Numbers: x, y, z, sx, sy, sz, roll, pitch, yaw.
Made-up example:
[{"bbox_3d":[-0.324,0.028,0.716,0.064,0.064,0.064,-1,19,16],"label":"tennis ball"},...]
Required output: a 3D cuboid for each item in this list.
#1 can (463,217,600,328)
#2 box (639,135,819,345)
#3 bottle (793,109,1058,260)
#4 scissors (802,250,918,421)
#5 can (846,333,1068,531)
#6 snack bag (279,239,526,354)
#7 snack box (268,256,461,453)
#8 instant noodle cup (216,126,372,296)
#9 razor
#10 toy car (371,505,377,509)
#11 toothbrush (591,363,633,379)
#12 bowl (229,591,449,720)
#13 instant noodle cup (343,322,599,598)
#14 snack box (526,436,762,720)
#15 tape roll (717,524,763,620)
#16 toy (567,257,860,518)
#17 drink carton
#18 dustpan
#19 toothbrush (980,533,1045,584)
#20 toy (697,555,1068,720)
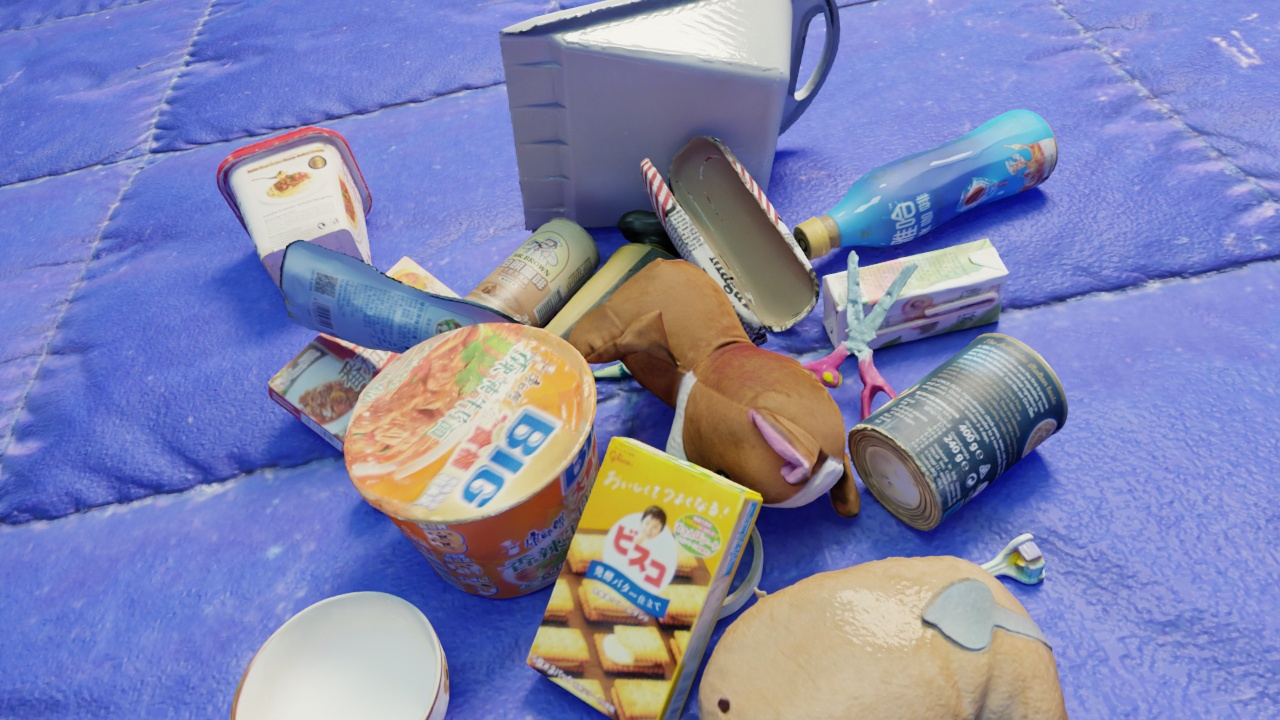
[{"bbox_3d":[-0.087,-0.058,0.727,0.058,0.059,0.116,21,55,29],"label":"can"},{"bbox_3d":[0.054,-0.085,0.673,0.087,0.077,0.163,-25,80,-47],"label":"box"},{"bbox_3d":[0.222,-0.134,0.727,0.218,0.065,0.065,-23,46,-10],"label":"bottle"},{"bbox_3d":[0.150,-0.005,0.609,0.113,0.017,0.134,41,103,27],"label":"scissors"},{"bbox_3d":[0.190,0.043,0.556,0.111,0.075,0.075,-32,48,-18],"label":"can"},{"bbox_3d":[-0.150,-0.020,0.636,0.191,0.111,0.038,19,51,0],"label":"snack bag"},{"bbox_3d":[-0.202,-0.007,0.703,0.075,0.026,0.152,38,59,2],"label":"snack box"},{"bbox_3d":[-0.293,-0.121,0.805,0.116,0.116,0.124,-22,58,-9],"label":"instant noodle cup"},{"bbox_3d":[-0.026,-0.057,0.719,0.067,0.062,0.167,43,68,4],"label":"razor"},{"bbox_3d":[-0.155,0.063,0.635,0.091,0.043,0.036,-35,49,-21],"label":"toy car"},{"bbox_3d":[-0.004,0.004,0.677,0.192,0.018,0.016,-7,45,6],"label":"toothbrush"},{"bbox_3d":[-0.155,0.190,0.499,0.113,0.062,0.113,-5,45,5],"label":"bowl"},{"bbox_3d":[-0.091,0.067,0.569,0.151,0.111,0.151,-6,46,6],"label":"instant noodle cup"},{"bbox_3d":[0.001,0.121,0.501,0.087,0.033,0.140,22,89,30],"label":"snack box"},{"bbox_3d":[0.032,0.120,0.560,0.086,0.014,0.085,-7,45,6],"label":"tape roll"},{"bbox_3d":[0.046,0.026,0.567,0.199,0.140,0.130,36,99,31],"label":"toy"},{"bbox_3d":[0.195,-0.043,0.654,0.122,0.054,0.045,-12,48,1],"label":"drink carton"},{"bbox_3d":[0.034,-0.218,0.751,0.258,0.223,0.142,4,59,2],"label":"dustpan"},{"bbox_3d":[0.138,0.142,0.513,0.189,0.029,0.020,-20,4,-5],"label":"toothbrush"},{"bbox_3d":[0.092,0.175,0.446,0.226,0.083,0.143,-21,52,-7],"label":"toy"}]
